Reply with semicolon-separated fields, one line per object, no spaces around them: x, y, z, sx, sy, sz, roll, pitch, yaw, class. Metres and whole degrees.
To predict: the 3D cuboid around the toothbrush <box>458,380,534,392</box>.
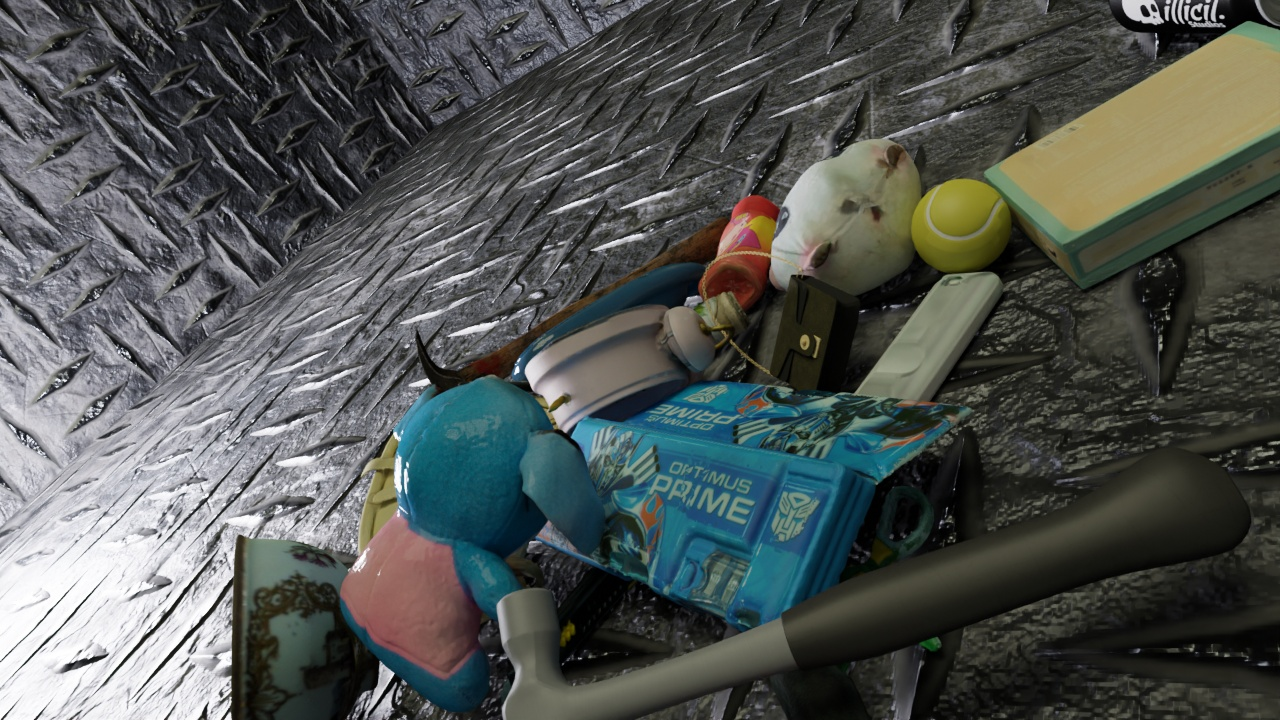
-0.057;0.023;0.749;0.188;0.014;0.017;0;44;4;toothbrush

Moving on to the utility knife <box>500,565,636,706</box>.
-0.029;0.149;0.575;0.174;0.029;0.020;-47;22;-19;utility knife

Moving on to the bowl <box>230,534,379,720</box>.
-0.235;0.200;0.646;0.093;0.160;0.160;0;15;-21;bowl

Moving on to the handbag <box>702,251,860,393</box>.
0.089;-0.037;0.673;0.027;0.084;0.178;0;21;-27;handbag

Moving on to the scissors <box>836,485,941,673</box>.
0.120;0.110;0.472;0.123;0.011;0.127;-42;25;-6;scissors

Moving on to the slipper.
-0.017;-0.029;0.808;0.213;0.059;0.104;-30;-7;-30;slipper

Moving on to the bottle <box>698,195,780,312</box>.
0.094;-0.098;0.822;0.072;0.048;0.133;-48;11;40;bottle

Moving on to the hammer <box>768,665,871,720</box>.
0.092;0.176;0.360;0.133;0.033;0.333;-36;25;6;hammer

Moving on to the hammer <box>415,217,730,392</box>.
-0.055;-0.052;0.889;0.330;0.120;0.033;-30;24;-3;hammer

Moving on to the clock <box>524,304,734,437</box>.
-0.004;0.004;0.682;0.157;0.058;0.117;-21;-12;-11;clock

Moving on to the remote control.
0.183;-0.012;0.591;0.133;0.022;0.050;-48;27;-25;remote control

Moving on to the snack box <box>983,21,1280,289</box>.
0.337;-0.136;0.585;0.194;0.044;0.141;-29;26;15;snack box

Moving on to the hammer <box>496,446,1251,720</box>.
0.084;0.112;0.376;0.311;0.029;0.124;-23;58;12;hammer

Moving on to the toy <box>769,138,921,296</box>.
0.152;-0.103;0.720;0.138;0.101;0.180;-52;7;-6;toy

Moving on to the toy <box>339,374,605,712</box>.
-0.122;0.099;0.573;0.224;0.099;0.191;20;86;47;toy

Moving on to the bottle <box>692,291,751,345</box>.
0.037;-0.016;0.766;0.110;0.043;0.042;-31;25;8;bottle

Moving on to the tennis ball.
0.221;-0.092;0.633;0.065;0.065;0.065;-29;26;15;tennis ball

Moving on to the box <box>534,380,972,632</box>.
0.042;0.058;0.532;0.175;0.060;0.244;-47;26;-23;box

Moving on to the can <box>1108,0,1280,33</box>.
0.432;-0.289;0.691;0.080;0.080;0.146;-36;25;0;can

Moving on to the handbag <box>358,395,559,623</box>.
-0.134;0.105;0.720;0.191;0.088;0.232;-20;29;24;handbag
